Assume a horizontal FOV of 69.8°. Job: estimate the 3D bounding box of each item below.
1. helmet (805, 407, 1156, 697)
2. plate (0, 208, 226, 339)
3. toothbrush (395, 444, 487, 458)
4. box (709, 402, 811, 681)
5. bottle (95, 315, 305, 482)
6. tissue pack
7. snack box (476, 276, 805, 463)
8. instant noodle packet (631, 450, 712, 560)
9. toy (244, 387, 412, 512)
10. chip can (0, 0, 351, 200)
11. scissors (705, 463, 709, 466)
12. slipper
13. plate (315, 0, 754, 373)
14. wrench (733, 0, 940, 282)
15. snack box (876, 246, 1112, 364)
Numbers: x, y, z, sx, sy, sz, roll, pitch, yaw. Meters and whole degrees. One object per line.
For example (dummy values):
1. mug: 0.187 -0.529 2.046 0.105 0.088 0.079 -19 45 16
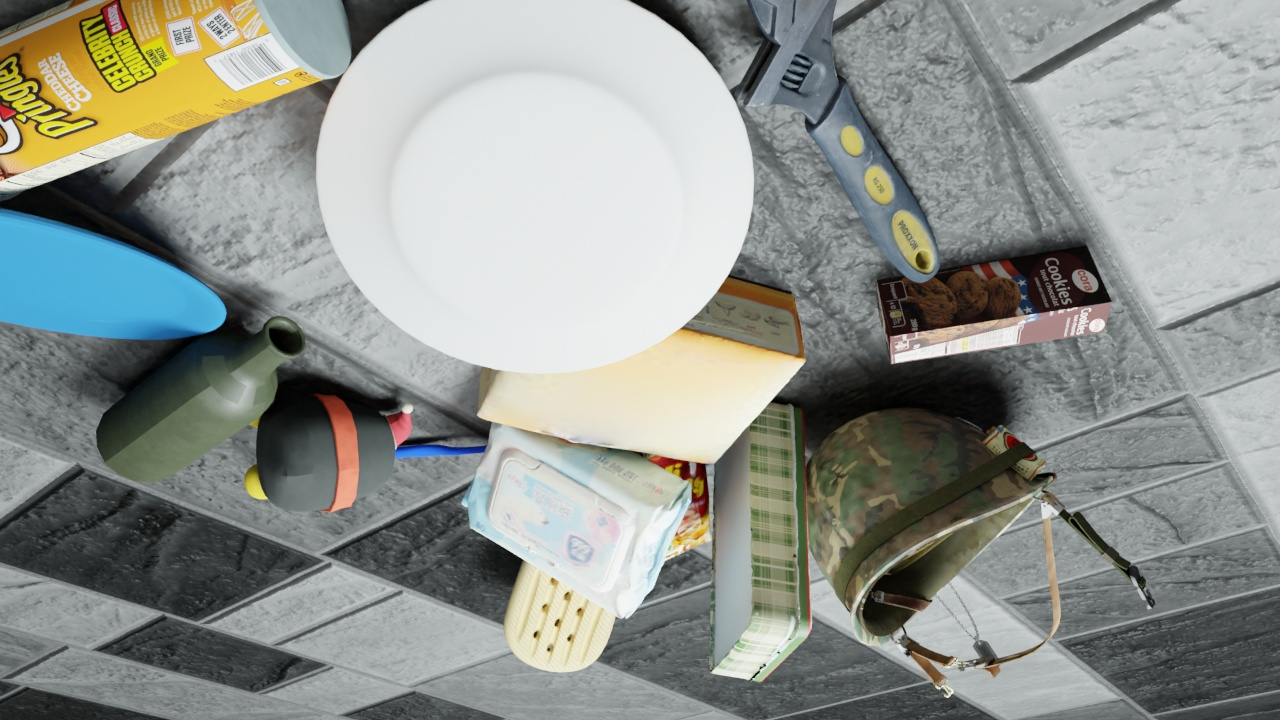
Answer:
1. helmet: 0.245 0.145 0.730 0.224 0.236 0.193 6 130 -34
2. plate: -0.378 -0.059 0.572 0.224 0.024 0.224 3 163 1
3. toothbrush: -0.197 0.077 0.803 0.183 0.018 0.016 -4 143 8
4. box: 0.094 0.141 0.739 0.050 0.205 0.118 11 139 -6
5. bottle: -0.323 0.025 0.682 0.207 0.071 0.071 -28 135 30
6. tissue pack: -0.057 0.110 0.719 0.182 0.069 0.112 26 117 16
7. snack box: -0.004 0.004 0.656 0.195 0.080 0.145 13 140 -18
8. instant noodle packet: 0.012 0.121 0.791 0.098 0.039 0.136 -15 124 -10
9. toy: -0.245 0.072 0.734 0.119 0.097 0.100 -4 -165 -36
10. chip can: -0.258 -0.145 0.458 0.215 0.075 0.075 -14 141 16
11. scissors: 0.015 0.131 0.845 0.134 0.012 0.134 -33 145 -2
12. slipper: -0.073 0.208 0.931 0.111 0.079 0.262 8 123 -13
13. plate: -0.057 -0.084 0.511 0.242 0.016 0.243 -2 128 -3
14. wrench: 0.122 -0.124 0.531 0.073 0.022 0.273 -44 135 6
15. snack box: 0.240 -0.038 0.634 0.141 0.050 0.032 -9 142 10
